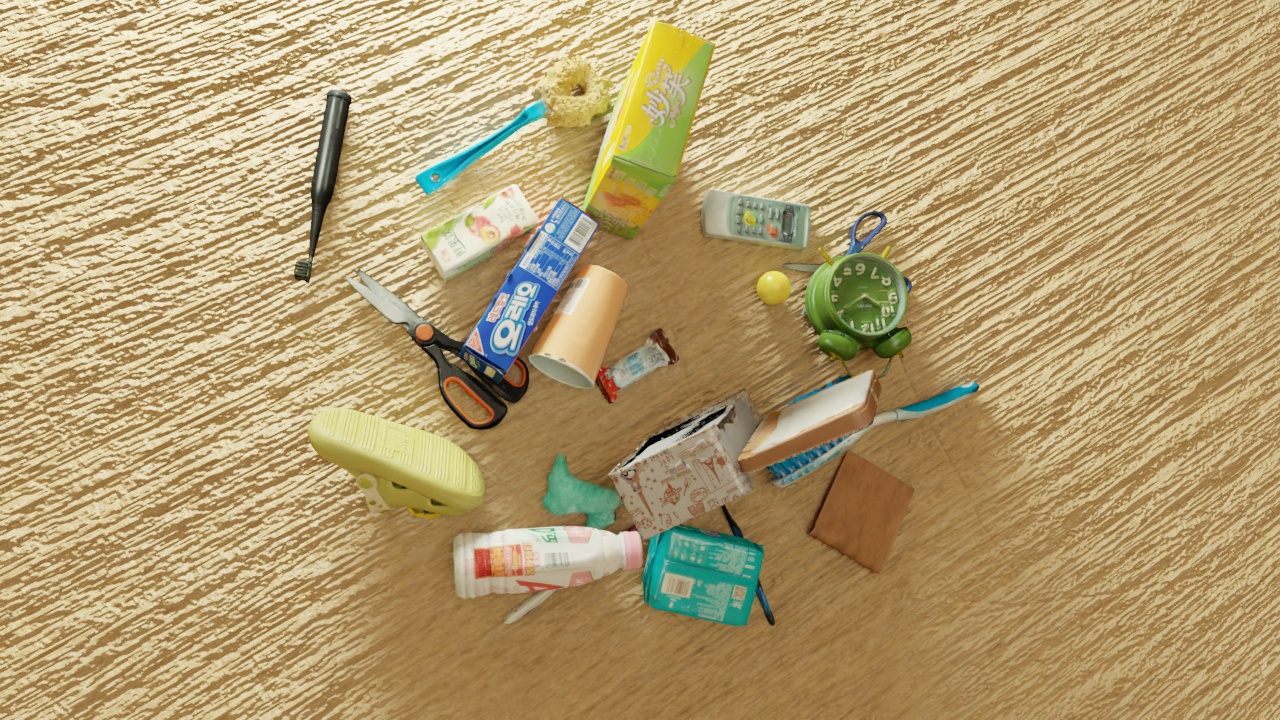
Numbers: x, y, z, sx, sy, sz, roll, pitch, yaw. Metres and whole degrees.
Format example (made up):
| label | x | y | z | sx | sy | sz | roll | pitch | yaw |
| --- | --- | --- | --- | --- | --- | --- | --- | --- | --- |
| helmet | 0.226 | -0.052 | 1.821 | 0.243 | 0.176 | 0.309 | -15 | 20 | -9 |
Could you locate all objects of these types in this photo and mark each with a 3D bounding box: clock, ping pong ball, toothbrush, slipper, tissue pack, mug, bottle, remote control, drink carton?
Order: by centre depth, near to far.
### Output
| label | x | y | z | sx | sy | sz | roll | pitch | yaw |
| --- | --- | --- | --- | --- | --- | --- | --- | --- | --- |
| slipper | -0.256 | 0.114 | 0.950 | 0.190 | 0.091 | 0.082 | 25 | 115 | -18 |
| bottle | -0.097 | 0.209 | 0.971 | 0.196 | 0.068 | 0.068 | -3 | 84 | -11 |
| toothbrush | -0.343 | -0.187 | 0.986 | 0.027 | 0.026 | 0.212 | 12 | 81 | -25 |
| toothbrush | -0.069 | 0.235 | 1.008 | 0.187 | 0.016 | 0.017 | -33 | 101 | -16 |
| drink carton | -0.177 | -0.139 | 1.010 | 0.122 | 0.046 | 0.053 | -33 | 86 | -16 |
| mug | -0.064 | -0.040 | 1.014 | 0.078 | 0.078 | 0.122 | 26 | 73 | -10 |
| tissue pack | 0.071 | 0.236 | 1.018 | 0.133 | 0.050 | 0.093 | 15 | 88 | -11 |
| toothbrush | 0.120 | 0.216 | 1.058 | 0.016 | 0.014 | 0.189 | -21 | 89 | -41 |
| clock | 0.261 | -0.056 | 1.089 | 0.116 | 0.056 | 0.161 | -4 | 82 | -11 |
| ping pong ball | 0.158 | -0.086 | 1.089 | 0.040 | 0.040 | 0.040 | 2 | 83 | -14 |
| remote control | 0.139 | -0.169 | 1.106 | 0.135 | 0.019 | 0.056 | 7 | 82 | -13 |

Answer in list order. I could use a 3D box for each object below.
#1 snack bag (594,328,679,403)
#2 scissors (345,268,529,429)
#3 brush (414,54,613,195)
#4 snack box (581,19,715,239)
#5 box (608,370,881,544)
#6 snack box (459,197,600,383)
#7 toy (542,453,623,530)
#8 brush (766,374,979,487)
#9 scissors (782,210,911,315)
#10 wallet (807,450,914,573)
| label | x | y | z | sx | sy | sz | roll | pitch | yaw |
| --- | --- | --- | --- | --- | --- | --- | --- | --- | --- |
| snack bag | -0.006 | 0.006 | 1.045 | 0.105 | 0.026 | 0.045 | -32 | 88 | -17 |
| scissors | -0.217 | -0.029 | 1.004 | 0.148 | 0.022 | 0.234 | -27 | 86 | -23 |
| brush | -0.142 | -0.263 | 1.042 | 0.254 | 0.046 | 0.083 | -35 | 96 | -11 |
| snack box | 0.001 | -0.237 | 0.982 | 0.070 | 0.210 | 0.157 | 18 | 78 | -10 |
| box | 0.115 | 0.078 | 0.936 | 0.260 | 0.176 | 0.082 | -26 | 92 | 21 |
| snack box | -0.120 | -0.077 | 1.000 | 0.057 | 0.058 | 0.207 | 32 | 71 | -9 |
| toy | -0.064 | 0.159 | 1.011 | 0.092 | 0.030 | 0.096 | 16 | 90 | -10 |
| brush | 0.270 | 0.062 | 1.097 | 0.314 | 0.061 | 0.109 | -30 | 96 | -18 |
| scissors | 0.261 | -0.116 | 1.134 | 0.162 | 0.012 | 0.174 | 26 | 80 | -9 |
| wallet | 0.265 | 0.180 | 1.095 | 0.101 | 0.020 | 0.115 | 31 | 74 | -7 |
